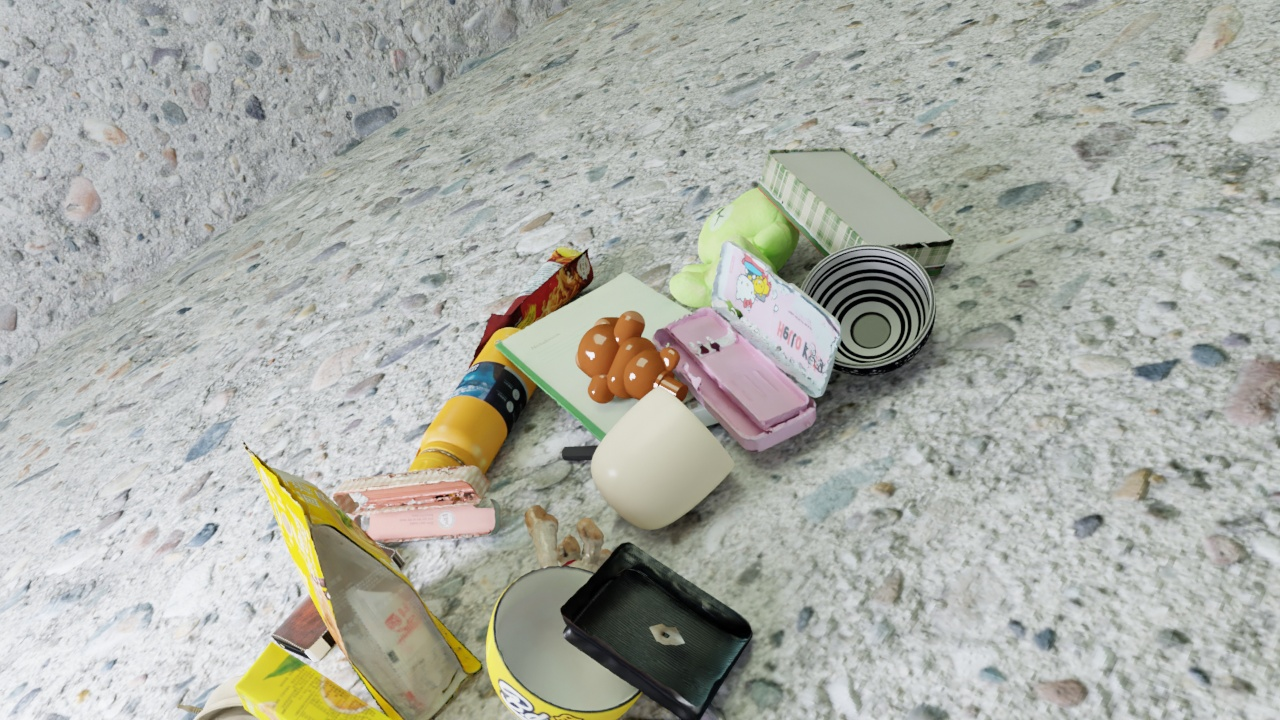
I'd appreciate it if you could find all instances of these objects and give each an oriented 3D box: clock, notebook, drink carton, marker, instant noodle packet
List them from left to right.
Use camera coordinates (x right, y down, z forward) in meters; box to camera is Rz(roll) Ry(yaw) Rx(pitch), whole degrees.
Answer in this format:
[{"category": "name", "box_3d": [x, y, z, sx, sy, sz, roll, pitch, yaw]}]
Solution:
[{"category": "clock", "box_3d": [-0.285, 0.285, 0.722, 0.141, 0.093, 0.054, -16, 23, 2]}, {"category": "drink carton", "box_3d": [-0.222, 0.263, 0.659, 0.134, 0.059, 0.042, 29, 53, 7]}, {"category": "instant noodle packet", "box_3d": [-0.234, 0.167, 0.728, 0.084, 0.222, 0.163, -36, 32, -22]}, {"category": "marker", "box_3d": [-0.026, 0.089, 0.886, 0.124, 0.021, 0.017, -6, 80, 35]}, {"category": "notebook", "box_3d": [-0.023, -0.011, 0.957, 0.181, 0.010, 0.252, -31, 37, -19]}]

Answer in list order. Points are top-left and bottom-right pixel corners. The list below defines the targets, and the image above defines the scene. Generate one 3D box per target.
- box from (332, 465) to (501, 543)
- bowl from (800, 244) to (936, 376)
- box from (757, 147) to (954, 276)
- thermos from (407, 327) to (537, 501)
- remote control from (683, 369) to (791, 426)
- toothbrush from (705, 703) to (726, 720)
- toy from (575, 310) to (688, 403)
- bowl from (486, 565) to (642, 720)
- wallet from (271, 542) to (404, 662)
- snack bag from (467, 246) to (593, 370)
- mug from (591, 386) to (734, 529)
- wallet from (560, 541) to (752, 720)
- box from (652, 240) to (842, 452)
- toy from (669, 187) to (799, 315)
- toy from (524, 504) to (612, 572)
[{"category": "box", "box_3d": [-0.221, 0.144, 0.903, 0.187, 0.082, 0.041, -11, 32, 30]}, {"category": "bowl", "box_3d": [0.207, -0.038, 0.837, 0.120, 0.066, 0.120, -7, 67, 17]}, {"category": "box", "box_3d": [0.219, -0.154, 0.952, 0.117, 0.051, 0.205, -8, 43, -27]}, {"category": "thermos", "box_3d": [-0.179, 0.066, 1.000, 0.092, 0.076, 0.232, -51, 10, 42]}, {"category": "remote control", "box_3d": [0.074, 0.040, 0.875, 0.143, 0.024, 0.049, -19, 26, 6]}, {"category": "toothbrush", "box_3d": [0.012, 0.216, 0.661, 0.013, 0.013, 0.167, -30, 28, -21]}, {"category": "toy", "box_3d": [-0.005, 0.005, 0.867, 0.128, 0.065, 0.095, 29, 99, 33]}, {"category": "bowl", "box_3d": [-0.055, 0.211, 0.647, 0.117, 0.068, 0.117, 16, 36, -12]}, {"category": "wallet", "box_3d": [-0.290, 0.227, 0.882, 0.072, 0.019, 0.122, 1, 40, 40]}, {"category": "snack bag", "box_3d": [-0.149, -0.067, 1.166, 0.207, 0.066, 0.139, -45, 0, -44]}, {"category": "mug", "box_3d": [0.008, 0.088, 0.788, 0.099, 0.096, 0.120, -43, 17, -6]}, {"category": "wallet", "box_3d": [0.010, 0.186, 0.630, 0.115, 0.026, 0.089, 31, 37, 17]}, {"category": "box", "box_3d": [0.101, -0.012, 0.841, 0.146, 0.077, 0.201, -50, 38, 7]}, {"category": "toy", "box_3d": [0.117, -0.122, 1.033, 0.151, 0.107, 0.196, -33, 10, 41]}, {"category": "toy", "box_3d": [-0.063, 0.181, 0.734, 0.074, 0.085, 0.105, 9, 62, 17]}]
